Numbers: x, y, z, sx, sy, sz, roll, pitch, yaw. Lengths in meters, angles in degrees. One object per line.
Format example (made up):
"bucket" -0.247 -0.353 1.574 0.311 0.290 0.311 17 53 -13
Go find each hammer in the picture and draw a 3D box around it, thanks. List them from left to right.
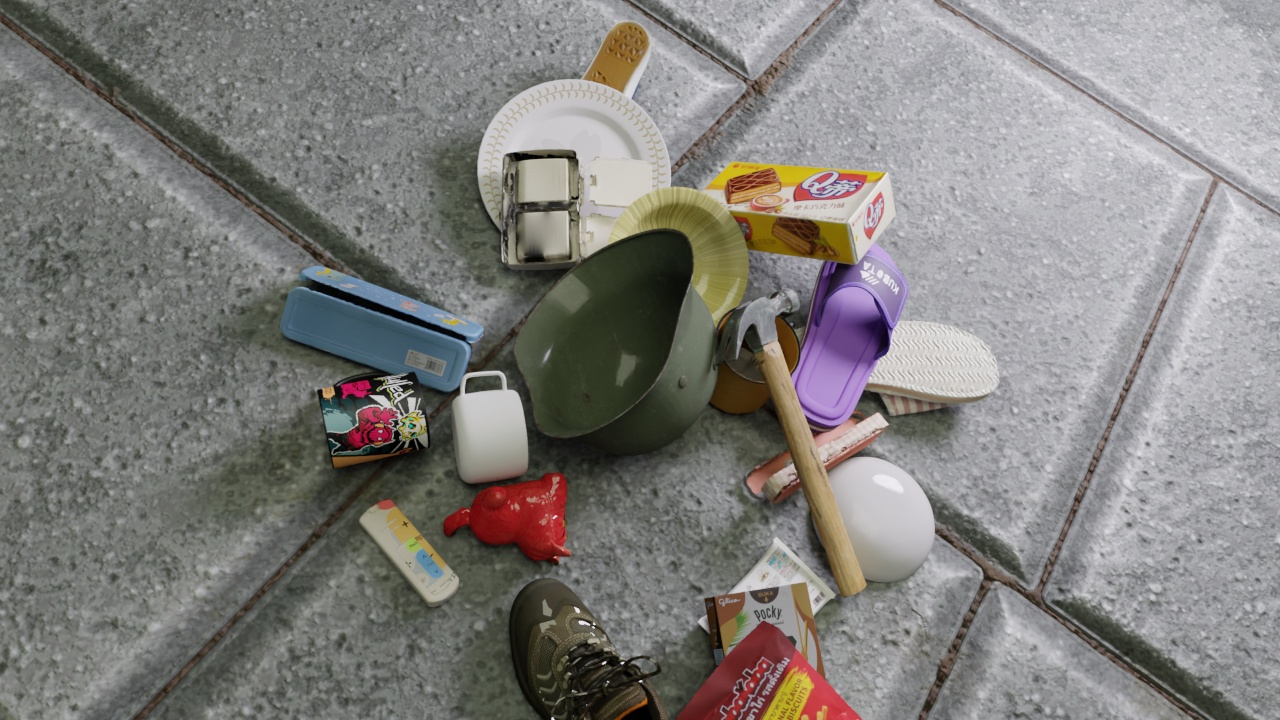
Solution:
"hammer" 0.171 0.093 0.976 0.131 0.033 0.330 -23 94 -44

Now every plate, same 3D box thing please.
"plate" -0.083 -0.236 1.157 0.242 0.016 0.242 1 82 -7
"plate" 0.040 -0.116 1.118 0.184 0.036 0.184 -1 94 -19

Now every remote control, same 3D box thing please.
"remote control" -0.232 0.192 0.920 0.038 0.018 0.125 -37 74 -28

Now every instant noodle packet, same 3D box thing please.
"instant noodle packet" 0.135 0.260 0.966 0.087 0.026 0.134 44 61 12

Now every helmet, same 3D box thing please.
"helmet" -0.006 0.006 0.983 0.154 0.228 0.267 52 39 -31

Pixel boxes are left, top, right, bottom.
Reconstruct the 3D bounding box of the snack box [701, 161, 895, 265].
"snack box" 0.185 -0.187 1.134 0.231 0.062 0.109 15 50 39

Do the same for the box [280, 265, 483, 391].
"box" -0.288 -0.035 1.028 0.209 0.073 0.085 20 18 -3

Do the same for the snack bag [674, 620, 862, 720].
"snack bag" 0.147 0.363 0.861 0.208 0.067 0.138 42 73 11

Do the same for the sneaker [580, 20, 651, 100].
"sneaker" -0.053 -0.339 1.228 0.087 0.079 0.235 21 77 -2

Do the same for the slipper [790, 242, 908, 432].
"slipper" 0.250 -0.047 1.071 0.107 0.084 0.265 27 65 -1

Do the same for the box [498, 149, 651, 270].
"box" -0.078 -0.180 1.117 0.187 0.058 0.144 2 81 -4

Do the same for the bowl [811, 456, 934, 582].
"bowl" 0.270 0.172 1.038 0.149 0.043 0.149 6 60 -11

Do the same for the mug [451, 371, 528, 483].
"mug" -0.159 0.068 0.953 0.068 0.094 0.115 -6 101 -16

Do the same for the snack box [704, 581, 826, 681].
"snack box" 0.131 0.321 0.907 0.101 0.032 0.185 -5 74 -16

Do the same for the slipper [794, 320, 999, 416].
"slipper" 0.306 0.010 1.134 0.263 0.052 0.114 5 64 -4

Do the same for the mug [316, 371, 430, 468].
"mug" -0.281 0.051 0.957 0.098 0.082 0.118 -11 37 -19

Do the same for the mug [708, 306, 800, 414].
"mug" 0.130 -0.003 1.071 0.123 0.094 0.100 -33 76 -28

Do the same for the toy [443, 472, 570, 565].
"toy" -0.133 0.170 0.927 0.133 0.088 0.094 -11 82 -6

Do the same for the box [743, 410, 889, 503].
"box" 0.204 0.105 1.054 0.186 0.057 0.071 -26 39 -27

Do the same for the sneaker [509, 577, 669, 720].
"sneaker" -0.044 0.298 0.833 0.100 0.143 0.238 -27 71 -25
